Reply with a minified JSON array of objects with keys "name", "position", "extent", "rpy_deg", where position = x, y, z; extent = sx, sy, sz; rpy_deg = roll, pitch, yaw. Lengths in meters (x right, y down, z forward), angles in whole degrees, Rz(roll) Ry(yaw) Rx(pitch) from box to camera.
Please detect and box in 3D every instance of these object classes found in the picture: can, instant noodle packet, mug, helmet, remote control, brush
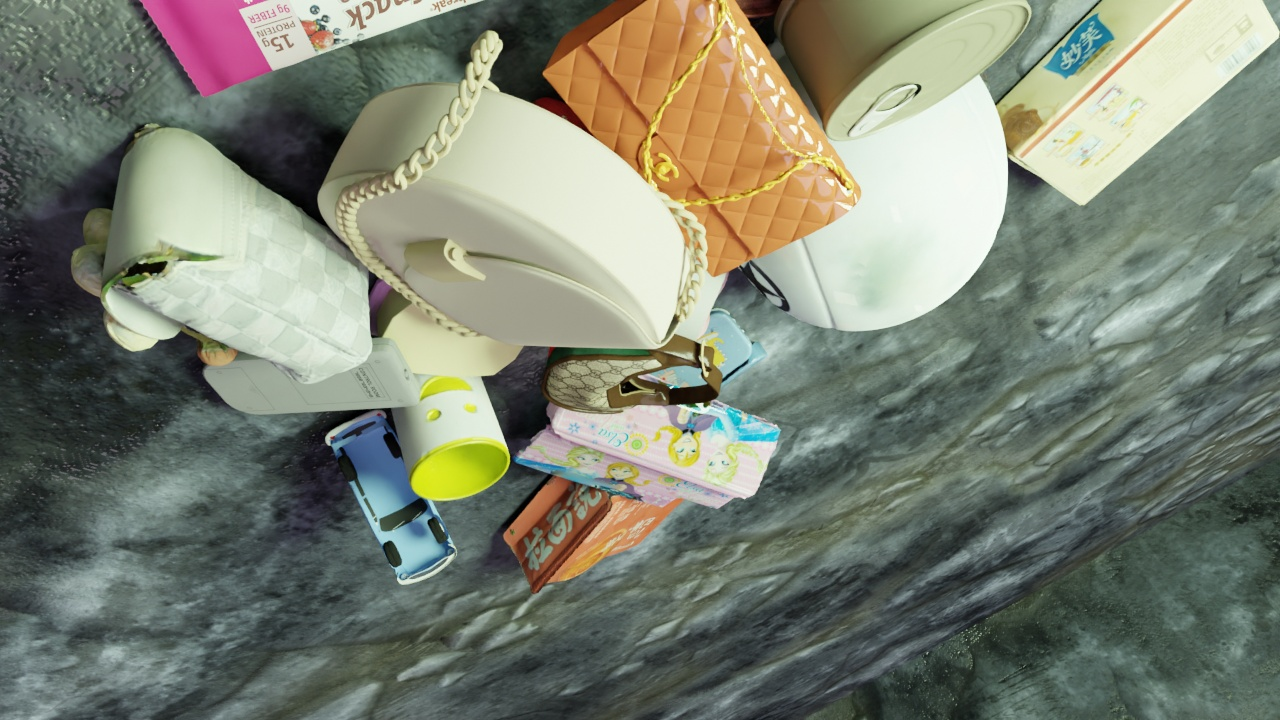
[{"name":"can","position":[0.150,-0.196,0.539],"extent":[0.127,0.073,0.128],"rpy_deg":[-25,171,-5]},{"name":"instant noodle packet","position":[-0.024,0.182,1.073],"extent":[0.220,0.084,0.165],"rpy_deg":[4,132,-49]},{"name":"mug","position":[0.018,-0.067,0.727],"extent":[0.089,0.073,0.105],"rpy_deg":[25,106,1]},{"name":"mug","position":[-0.163,0.051,0.767],"extent":[0.082,0.106,0.083],"rpy_deg":[-17,145,-13]},{"name":"helmet","position":[0.176,-0.125,0.700],"extent":[0.236,0.163,0.264],"rpy_deg":[-28,145,1]},{"name":"remote control","position":[-0.249,0.012,0.697],"extent":[0.151,0.019,0.074],"rpy_deg":[-3,145,5]},{"name":"brush","position":[-0.110,-0.027,0.753],"extent":[0.228,0.043,0.089],"rpy_deg":[7,134,-38]}]

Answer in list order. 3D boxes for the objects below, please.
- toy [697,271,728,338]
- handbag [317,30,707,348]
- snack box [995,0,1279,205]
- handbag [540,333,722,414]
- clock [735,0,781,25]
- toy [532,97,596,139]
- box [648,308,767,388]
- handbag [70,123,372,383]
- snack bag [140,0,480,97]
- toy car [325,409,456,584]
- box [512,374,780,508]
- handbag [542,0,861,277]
[{"name":"toy","position":[0.029,-0.046,0.809],"extent":[0.093,0.050,0.103],"rpy_deg":[-16,148,-19]},{"name":"handbag","position":[-0.083,-0.085,0.569],"extent":[0.211,0.103,0.208],"rpy_deg":[3,155,45]},{"name":"snack box","position":[0.420,-0.243,0.791],"extent":[0.153,0.055,0.208],"rpy_deg":[13,131,-43]},{"name":"handbag","position":[-0.004,0.004,0.719],"extent":[0.138,0.063,0.167],"rpy_deg":[10,160,-8]},{"name":"clock","position":[0.066,-0.258,0.530],"extent":[0.120,0.072,0.158],"rpy_deg":[-23,145,-4]},{"name":"toy","position":[0.007,-0.140,0.623],"extent":[0.131,0.097,0.124],"rpy_deg":[-28,110,-23]},{"name":"box","position":[0.028,0.039,0.925],"extent":[0.210,0.049,0.120],"rpy_deg":[-37,146,14]},{"name":"handbag","position":[-0.256,-0.047,0.577],"extent":[0.123,0.112,0.171],"rpy_deg":[-27,147,18]},{"name":"snack bag","position":[-0.163,-0.204,0.506],"extent":[0.196,0.016,0.070],"rpy_deg":[-21,147,-6]},{"name":"toy car","position":[-0.218,0.120,0.808],"extent":[0.056,0.153,0.055],"rpy_deg":[-27,-176,-13]},{"name":"box","position":[0.007,0.089,0.891],"extent":[0.230,0.066,0.159],"rpy_deg":[21,117,-22]},{"name":"handbag","position":[0.041,-0.135,0.538],"extent":[0.109,0.060,0.172],"rpy_deg":[-22,126,33]}]
